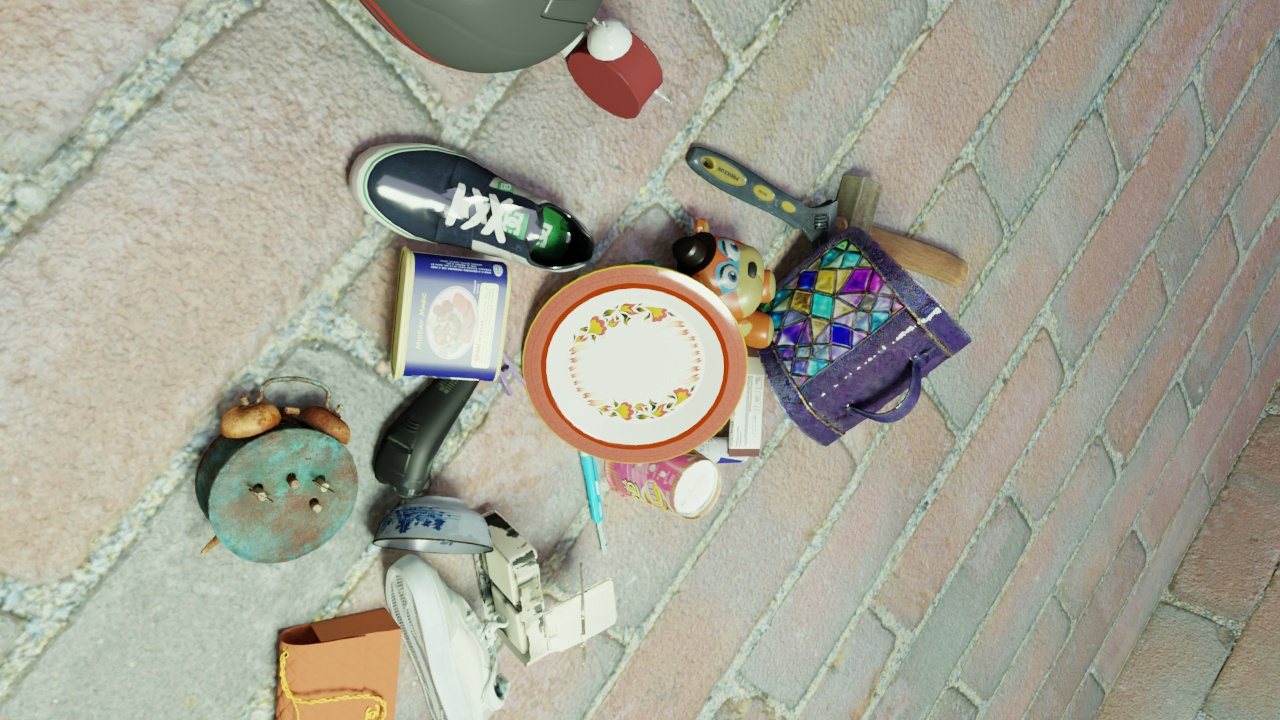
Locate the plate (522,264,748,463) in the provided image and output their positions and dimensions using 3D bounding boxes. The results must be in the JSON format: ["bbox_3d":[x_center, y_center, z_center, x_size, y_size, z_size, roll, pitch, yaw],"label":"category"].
[{"bbox_3d":[-0.006,0.005,0.943,0.230,0.021,0.230,0,118,0],"label":"plate"}]

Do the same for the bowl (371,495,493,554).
[{"bbox_3d":[-0.194,0.155,0.870,0.114,0.115,0.045,19,66,-42],"label":"bowl"}]

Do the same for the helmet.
[{"bbox_3d":[-0.117,-0.315,0.721,0.263,0.164,0.170,-25,131,-41],"label":"helmet"}]

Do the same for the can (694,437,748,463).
[{"bbox_3d":[0.092,0.111,1.127,0.095,0.032,0.032,4,103,-40],"label":"can"}]

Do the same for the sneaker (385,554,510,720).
[{"bbox_3d":[-0.185,0.277,0.925,0.090,0.089,0.242,-28,128,-29],"label":"sneaker"}]

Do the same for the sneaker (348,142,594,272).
[{"bbox_3d":[-0.140,-0.133,0.822,0.235,0.079,0.084,14,97,-41],"label":"sneaker"}]

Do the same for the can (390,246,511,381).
[{"bbox_3d":[-0.171,-0.039,0.825,0.092,0.056,0.116,4,103,-21],"label":"can"}]

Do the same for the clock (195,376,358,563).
[{"bbox_3d":[-0.301,0.091,0.771,0.121,0.073,0.158,9,98,-41],"label":"clock"}]

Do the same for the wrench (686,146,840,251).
[{"bbox_3d":[0.158,-0.183,1.069,0.273,0.022,0.073,20,93,-35],"label":"wrench"}]

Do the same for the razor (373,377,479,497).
[{"bbox_3d":[-0.195,0.058,0.871,0.151,0.054,0.067,-58,158,-18],"label":"razor"}]

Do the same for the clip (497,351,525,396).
[{"bbox_3d":[-0.134,0.010,0.921,0.035,0.013,0.052,-39,123,-24],"label":"clip"}]

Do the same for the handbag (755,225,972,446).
[{"bbox_3d":[0.251,-0.020,1.061,0.205,0.221,0.125,-40,134,18],"label":"handbag"}]

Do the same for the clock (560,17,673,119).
[{"bbox_3d":[-0.028,-0.279,0.858,0.044,0.087,0.124,-54,133,-13],"label":"clock"}]

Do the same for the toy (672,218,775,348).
[{"bbox_3d":[0.093,-0.085,1.023,0.176,0.096,0.112,24,61,-37],"label":"toy"}]

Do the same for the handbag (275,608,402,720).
[{"bbox_3d":[-0.292,0.336,0.876,0.108,0.060,0.172,-1,106,-35],"label":"handbag"}]

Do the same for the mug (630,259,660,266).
[{"bbox_3d":[-0.002,-0.042,0.975,0.112,0.084,0.104,-26,118,3],"label":"mug"}]

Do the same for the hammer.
[{"bbox_3d":[0.359,-0.141,1.257,0.300,0.037,0.158,8,100,-41],"label":"hammer"}]

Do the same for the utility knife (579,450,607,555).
[{"bbox_3d":[-0.050,0.159,1.041,0.022,0.015,0.152,-47,136,-51],"label":"utility knife"}]

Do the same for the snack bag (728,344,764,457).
[{"bbox_3d":[0.132,0.040,1.132,0.057,0.013,0.158,4,89,-39],"label":"snack bag"}]

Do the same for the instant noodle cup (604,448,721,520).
[{"bbox_3d":[0.030,0.126,1.032,0.097,0.109,0.098,-14,113,-36],"label":"instant noodle cup"}]

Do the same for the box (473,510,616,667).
[{"bbox_3d":[-0.076,0.237,0.922,0.106,0.193,0.144,-22,125,-30],"label":"box"}]
